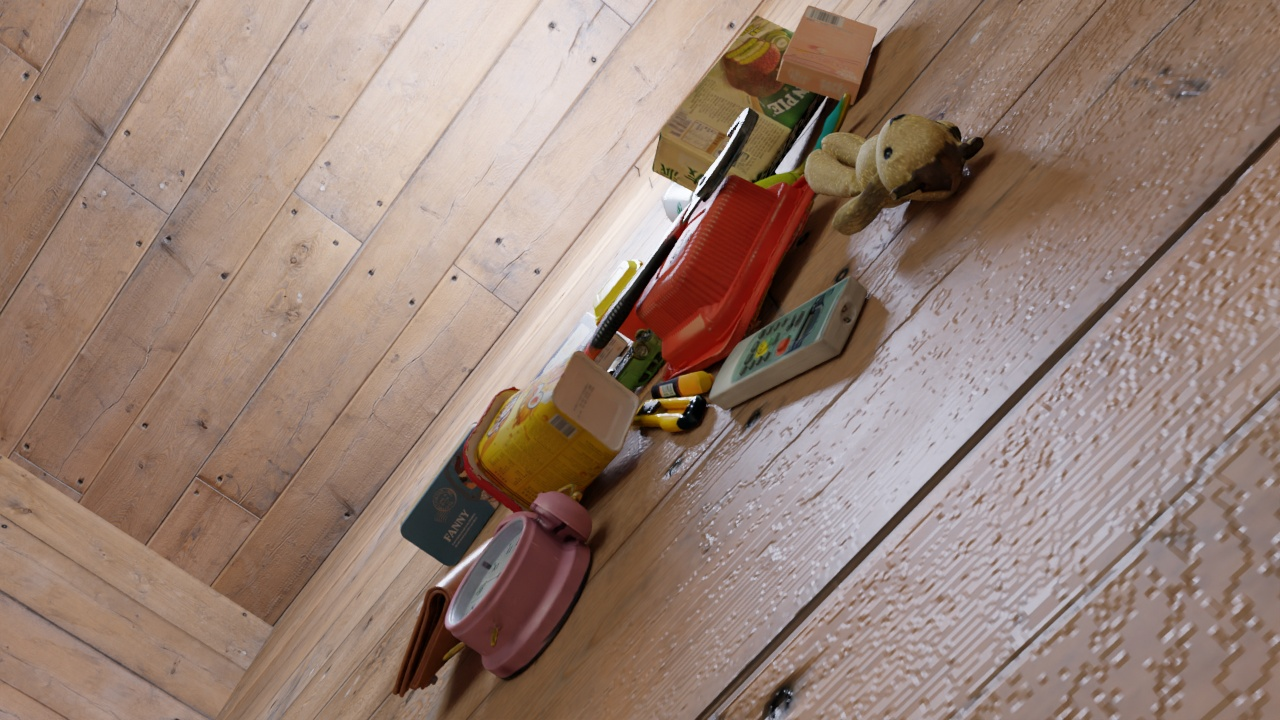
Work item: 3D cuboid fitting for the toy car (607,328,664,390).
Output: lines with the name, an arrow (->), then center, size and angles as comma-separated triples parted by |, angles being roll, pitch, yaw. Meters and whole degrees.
toy car -> -0.005, 0.005, 0.908 | 0.091, 0.036, 0.043 | -49, 13, 17

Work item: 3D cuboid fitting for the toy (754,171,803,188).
toy -> 0.109, -0.154, 0.876 | 0.100, 0.031, 0.096 | -18, 5, 18

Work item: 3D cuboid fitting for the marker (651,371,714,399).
marker -> 0.032, 0.023, 0.762 | 0.015, 0.018, 0.124 | -14, -2, -19

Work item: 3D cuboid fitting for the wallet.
wallet -> -0.162, 0.218, 0.791 | 0.131, 0.031, 0.108 | -32, -34, -76

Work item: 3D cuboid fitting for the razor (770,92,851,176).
razor -> 0.166, -0.208, 0.895 | 0.043, 0.028, 0.133 | -45, -3, -46

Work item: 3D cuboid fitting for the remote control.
remote control -> 0.093, -0.008, 0.606 | 0.135, 0.019, 0.056 | -34, 22, 58

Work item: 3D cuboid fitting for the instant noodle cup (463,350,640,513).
instant noodle cup -> -0.072, 0.064, 0.798 | 0.124, 0.116, 0.116 | -41, 16, 37

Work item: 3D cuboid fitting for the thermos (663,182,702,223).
thermos -> 0.075, -0.185, 1.091 | 0.073, 0.073, 0.224 | -52, 12, 4

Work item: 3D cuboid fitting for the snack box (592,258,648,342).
snack box -> -0.003, -0.056, 0.974 | 0.082, 0.080, 0.091 | -50, 12, 7

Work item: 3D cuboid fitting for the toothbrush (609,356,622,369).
toothbrush -> -0.072, 0.091, 0.940 | 0.220, 0.026, 0.026 | -57, 19, -17

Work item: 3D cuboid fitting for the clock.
clock -> -0.088, 0.161, 0.706 | 0.117, 0.060, 0.158 | -37, 18, 50

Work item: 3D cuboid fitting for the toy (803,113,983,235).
toy -> 0.158, -0.132, 0.608 | 0.105, 0.066, 0.157 | -36, 18, -4

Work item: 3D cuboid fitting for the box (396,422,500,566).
box -> -0.227, 0.170, 1.153 | 0.184, 0.090, 0.060 | -58, 13, -13

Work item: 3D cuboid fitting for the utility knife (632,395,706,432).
utility knife -> 0.010, 0.046, 0.780 | 0.033, 0.015, 0.217 | -53, 11, -14

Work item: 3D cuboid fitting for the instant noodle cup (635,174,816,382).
instant noodle cup -> 0.064, -0.077, 0.783 | 0.188, 0.079, 0.165 | -63, 10, -23

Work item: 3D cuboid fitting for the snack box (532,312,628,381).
snack box -> -0.098, 0.026, 1.188 | 0.178, 0.046, 0.182 | -52, 11, 1

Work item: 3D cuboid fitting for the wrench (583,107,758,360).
wrench -> 0.017, -0.094, 0.779 | 0.274, 0.016, 0.056 | -55, 10, 18

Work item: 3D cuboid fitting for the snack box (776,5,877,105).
snack box -> 0.202, -0.329, 0.980 | 0.156, 0.084, 0.026 | -64, -8, -45

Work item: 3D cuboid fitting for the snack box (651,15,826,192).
snack box -> 0.119, -0.271, 0.997 | 0.239, 0.114, 0.063 | -56, -10, -32
